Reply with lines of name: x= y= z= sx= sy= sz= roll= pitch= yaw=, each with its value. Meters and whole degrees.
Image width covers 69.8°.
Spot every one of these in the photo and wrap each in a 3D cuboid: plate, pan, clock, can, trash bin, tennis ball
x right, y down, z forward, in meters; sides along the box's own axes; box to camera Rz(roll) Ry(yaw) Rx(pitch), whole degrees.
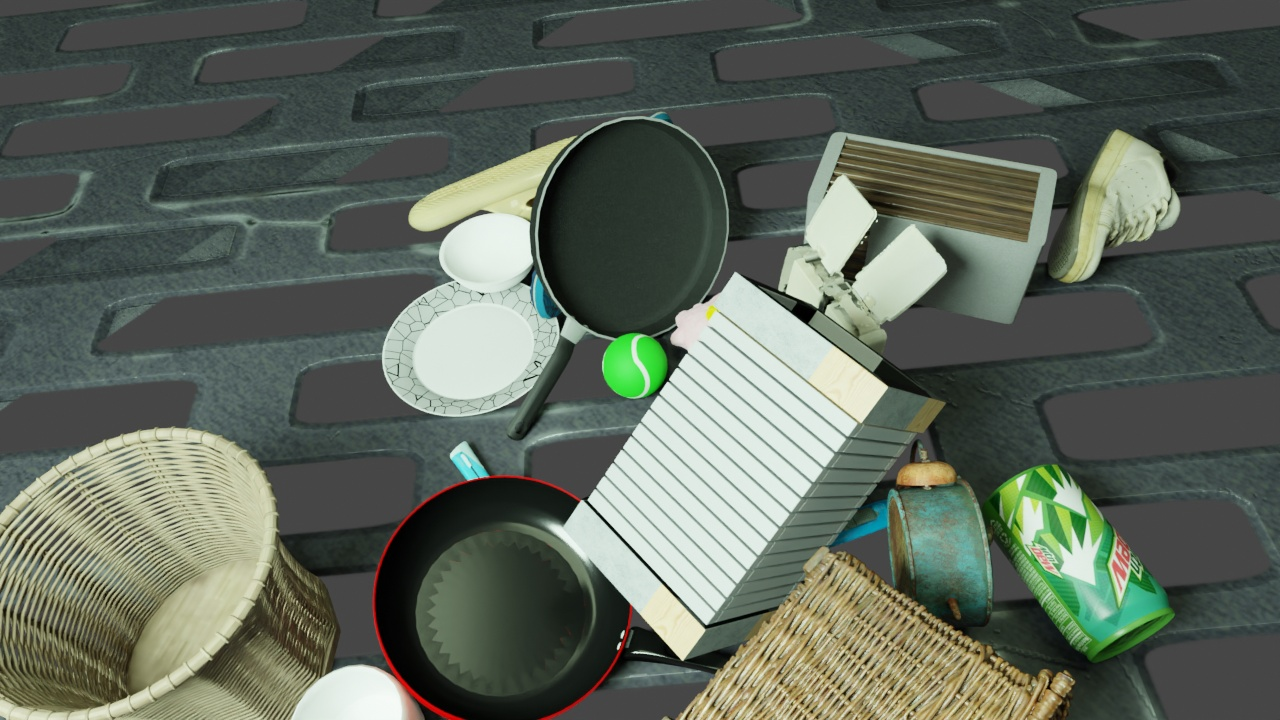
plate: x=-0.180 y=-0.015 z=0.982 sx=0.188 sy=0.016 sz=0.188 roll=-3 pitch=53 yaw=4
pan: x=-0.043 y=0.221 z=0.759 sx=0.356 sy=0.067 sz=0.208 roll=20 pitch=55 yaw=0
clock: x=0.245 y=0.141 z=0.752 sx=0.073 sy=0.121 sz=0.157 roll=-6 pitch=62 yaw=7
pan: x=-0.043 y=-0.077 z=0.933 sx=0.356 sy=0.225 sz=0.034 roll=-59 pitch=33 yaw=-5
can: x=0.353 y=0.163 z=0.750 sx=0.083 sy=0.083 sz=0.144 roll=-21 pitch=54 yaw=-10
trash bin: x=0.088 y=0.084 z=0.723 sx=0.142 sy=0.142 sz=0.247 roll=42 pitch=106 yaw=30
tennis ball: x=-0.005 y=0.005 z=0.919 sx=0.065 sy=0.065 sz=0.065 roll=-3 pitch=53 yaw=4
trash bin: x=0.297 y=-0.141 z=0.968 sx=0.229 sy=0.115 sz=0.114 roll=15 pitch=56 yaw=16

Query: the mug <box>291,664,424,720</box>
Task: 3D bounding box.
mug: x=-0.209 y=0.294 z=0.718 sx=0.115 sy=0.068 sz=0.094 roll=0 pitch=53 yaw=6

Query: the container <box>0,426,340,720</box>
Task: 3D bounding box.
container: x=-0.364 y=0.200 z=0.724 sx=0.227 sy=0.196 sz=0.226 roll=-3 pitch=53 yaw=4

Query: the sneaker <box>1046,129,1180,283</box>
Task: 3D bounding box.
sneaker: x=0.515 y=-0.153 z=0.982 sx=0.102 sy=0.089 sz=0.240 roll=28 pitch=56 yaw=15

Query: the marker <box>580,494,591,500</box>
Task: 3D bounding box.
marker: x=0.003 y=0.110 z=0.873 sx=0.152 sy=0.011 sz=0.011 roll=-24 pitch=54 yaw=-12

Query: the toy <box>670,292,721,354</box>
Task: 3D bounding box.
toy: x=0.080 y=-0.034 z=0.950 sx=0.093 sy=0.050 sz=0.102 roll=5 pitch=50 yaw=13

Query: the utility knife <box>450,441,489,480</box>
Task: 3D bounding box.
utility knife: x=-0.145 y=0.123 z=0.876 sx=0.022 sy=0.015 sz=0.117 roll=-34 pitch=59 yaw=-20

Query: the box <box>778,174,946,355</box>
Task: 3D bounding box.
box: x=0.201 y=-0.067 z=0.888 sx=0.065 sy=0.186 sz=0.145 roll=-4 pitch=51 yaw=-32

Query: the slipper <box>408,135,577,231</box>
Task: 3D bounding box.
slipper: x=-0.145 y=-0.192 z=1.080 sx=0.262 sy=0.079 sz=0.111 roll=-17 pitch=28 yaw=12

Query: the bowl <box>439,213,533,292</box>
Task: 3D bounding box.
bowl: x=-0.163 y=-0.110 z=1.015 sx=0.110 sy=0.041 sz=0.109 roll=-3 pitch=52 yaw=3

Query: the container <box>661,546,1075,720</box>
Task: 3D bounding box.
container: x=0.137 y=0.267 z=0.624 sx=0.249 sy=0.162 sz=0.183 roll=-45 pitch=55 yaw=-9

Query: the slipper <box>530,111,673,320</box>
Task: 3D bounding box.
slipper: x=-0.022 y=-0.153 z=1.010 sx=0.060 sy=0.118 sz=0.294 roll=24 pitch=60 yaw=17

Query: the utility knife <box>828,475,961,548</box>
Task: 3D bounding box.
utility knife: x=0.204 y=0.141 z=0.827 sx=0.196 sy=0.015 sz=0.031 roll=-18 pitch=58 yaw=-9
